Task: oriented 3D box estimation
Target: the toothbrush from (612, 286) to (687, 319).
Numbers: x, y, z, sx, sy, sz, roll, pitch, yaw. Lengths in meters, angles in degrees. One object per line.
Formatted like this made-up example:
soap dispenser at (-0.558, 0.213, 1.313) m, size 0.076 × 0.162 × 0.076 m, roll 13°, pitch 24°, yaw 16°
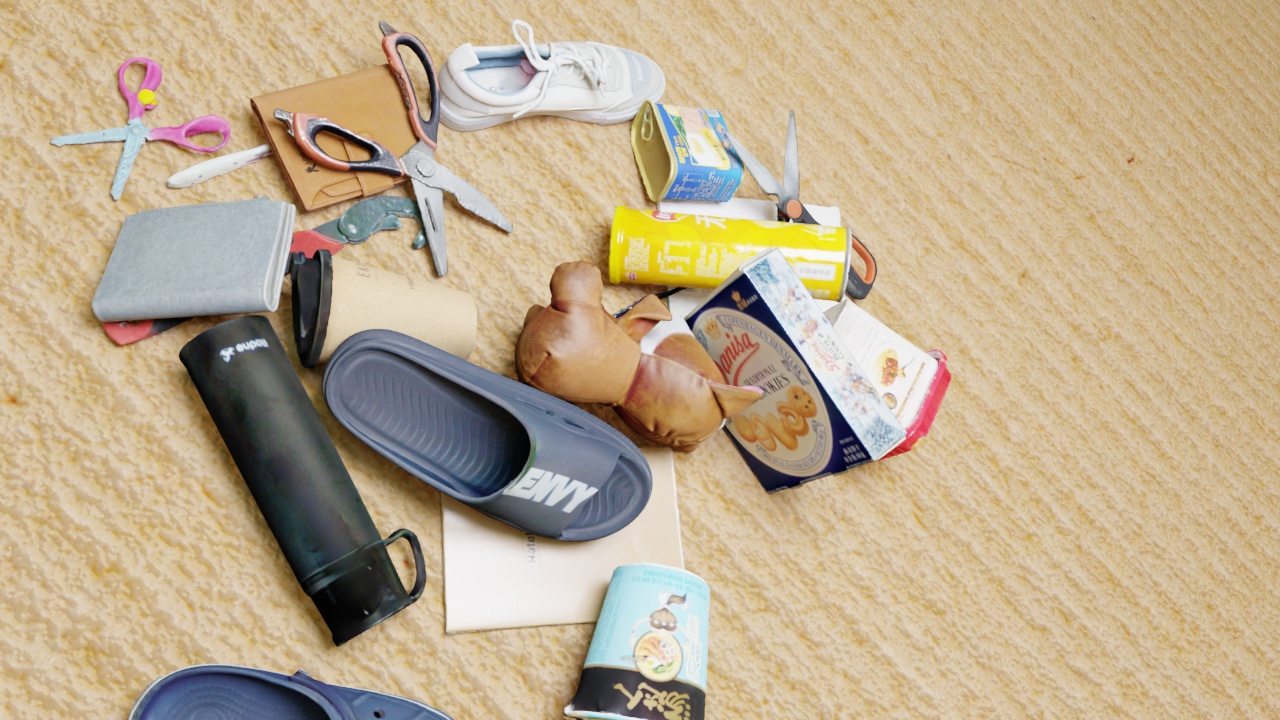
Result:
toothbrush at (-0.013, -0.048, 0.849) m, size 0.188 × 0.014 × 0.018 m, roll -29°, pitch 74°, yaw -24°

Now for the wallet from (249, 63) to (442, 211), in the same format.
wallet at (-0.250, -0.192, 0.789) m, size 0.131 × 0.031 × 0.108 m, roll -26°, pitch 92°, yaw -29°

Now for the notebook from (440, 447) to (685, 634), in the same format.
notebook at (-0.061, 0.144, 0.764) m, size 0.207 × 0.008 × 0.147 m, roll 2°, pitch 69°, yaw -22°

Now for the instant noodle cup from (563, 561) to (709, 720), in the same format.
instant noodle cup at (0.006, 0.223, 0.704) m, size 0.111 × 0.111 × 0.120 m, roll 19°, pitch 61°, yaw -15°

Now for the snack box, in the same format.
snack box at (0.113, 0.017, 0.782) m, size 0.045 × 0.178 × 0.182 m, roll -33°, pitch 87°, yaw -24°

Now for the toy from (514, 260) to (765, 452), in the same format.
toy at (-0.005, 0.004, 0.765) m, size 0.199 × 0.140 × 0.130 m, roll 30°, pitch 59°, yaw -11°

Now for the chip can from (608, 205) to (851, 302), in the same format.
chip can at (0.080, -0.097, 0.835) m, size 0.213 × 0.072 × 0.072 m, roll 5°, pitch 66°, yaw 4°

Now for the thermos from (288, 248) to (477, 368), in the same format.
thermos at (-0.207, -0.035, 0.729) m, size 0.143 × 0.093 × 0.093 m, roll 7°, pitch 68°, yaw -28°

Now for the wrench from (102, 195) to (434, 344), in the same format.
wrench at (-0.293, -0.079, 0.748) m, size 0.272 × 0.016 × 0.056 m, roll -27°, pitch 82°, yaw -29°

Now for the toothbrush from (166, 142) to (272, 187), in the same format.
toothbrush at (-0.312, -0.187, 0.782) m, size 0.187 × 0.016 × 0.017 m, roll -32°, pitch 77°, yaw -29°

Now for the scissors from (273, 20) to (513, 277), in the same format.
scissors at (-0.197, -0.183, 0.792) m, size 0.223 × 0.015 × 0.188 m, roll 27°, pitch 70°, yaw -28°

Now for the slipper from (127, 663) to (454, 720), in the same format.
slipper at (-0.209, 0.264, 0.609) m, size 0.252 × 0.095 × 0.105 m, roll 24°, pitch 66°, yaw -9°

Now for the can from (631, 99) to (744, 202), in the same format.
can at (0.046, -0.205, 0.908) m, size 0.083 × 0.057 × 0.102 m, roll -1°, pitch 58°, yaw -26°

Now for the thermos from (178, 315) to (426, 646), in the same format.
thermos at (-0.245, 0.084, 0.682) m, size 0.089 × 0.069 × 0.242 m, roll -25°, pitch 83°, yaw -48°

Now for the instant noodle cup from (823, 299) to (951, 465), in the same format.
instant noodle cup at (0.202, 0.018, 0.856) m, size 0.124 × 0.117 × 0.116 m, roll 38°, pitch 61°, yaw -9°

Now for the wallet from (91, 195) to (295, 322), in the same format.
wallet at (-0.331, -0.076, 0.692) m, size 0.130 × 0.037 × 0.106 m, roll -4°, pitch 57°, yaw 4°

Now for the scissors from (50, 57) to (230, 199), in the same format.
scissors at (-0.399, -0.187, 0.744) m, size 0.134 × 0.017 × 0.133 m, roll 10°, pitch 69°, yaw -14°

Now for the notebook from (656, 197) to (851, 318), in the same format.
notebook at (0.120, -0.096, 0.929) m, size 0.209 × 0.012 × 0.150 m, roll 2°, pitch 71°, yaw -21°

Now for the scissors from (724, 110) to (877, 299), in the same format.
scissors at (0.155, -0.128, 0.910) m, size 0.232 × 0.022 × 0.220 m, roll 24°, pitch 76°, yaw -26°

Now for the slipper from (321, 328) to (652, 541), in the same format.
slipper at (-0.114, 0.072, 0.686) m, size 0.268 × 0.083 × 0.111 m, roll 28°, pitch 104°, yaw -15°

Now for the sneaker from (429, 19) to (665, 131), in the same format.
sneaker at (-0.076, -0.277, 0.872) m, size 0.241 × 0.091 × 0.089 m, roll -14°, pitch 77°, yaw -27°
